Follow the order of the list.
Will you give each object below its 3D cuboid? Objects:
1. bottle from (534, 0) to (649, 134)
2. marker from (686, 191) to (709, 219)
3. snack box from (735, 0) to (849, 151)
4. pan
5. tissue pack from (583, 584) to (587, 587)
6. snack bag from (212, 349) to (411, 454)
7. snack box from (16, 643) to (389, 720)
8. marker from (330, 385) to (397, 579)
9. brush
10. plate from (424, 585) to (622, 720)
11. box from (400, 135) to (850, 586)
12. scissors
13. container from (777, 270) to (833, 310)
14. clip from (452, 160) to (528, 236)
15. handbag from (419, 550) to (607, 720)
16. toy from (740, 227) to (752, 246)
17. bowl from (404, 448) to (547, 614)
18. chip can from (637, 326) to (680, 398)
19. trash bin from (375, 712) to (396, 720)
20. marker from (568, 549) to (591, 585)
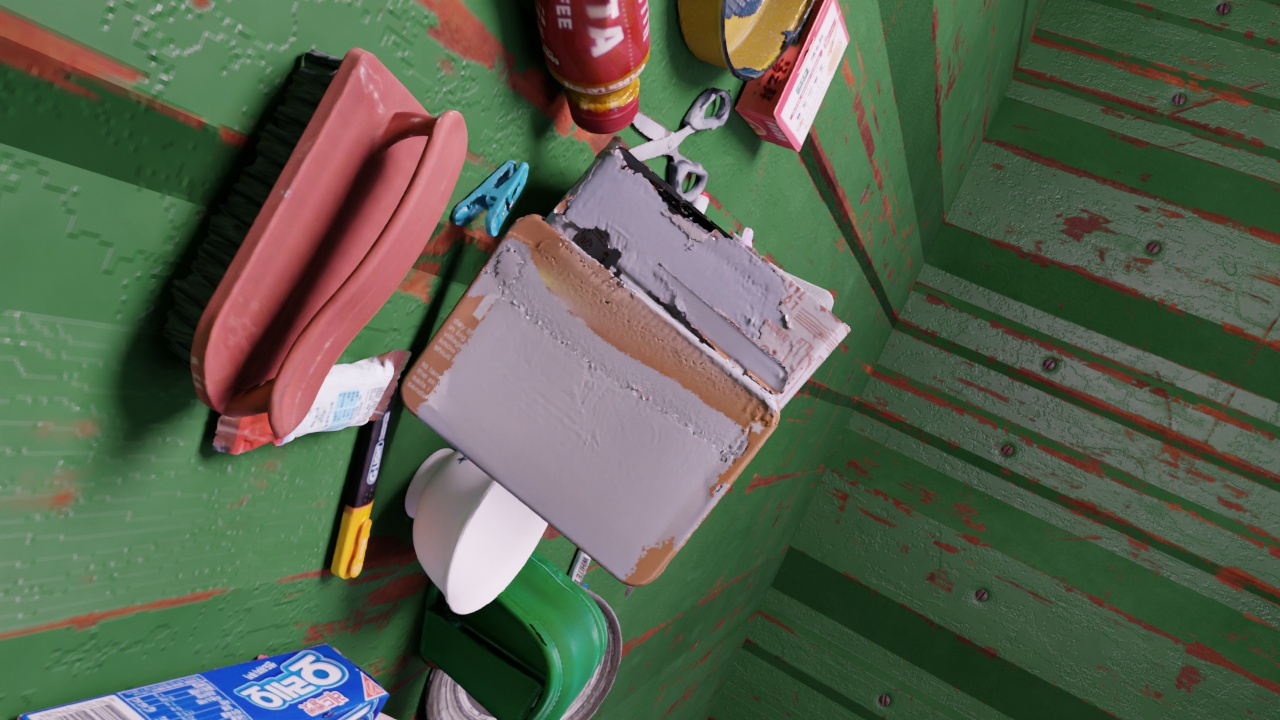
[{"bbox_3d":[-0.026,-0.188,0.449,0.057,0.057,0.175,-55,158,-25],"label":"bottle"},{"bbox_3d":[0.025,-0.076,0.784,0.145,0.017,0.017,-67,161,8],"label":"marker"},{"bbox_3d":[0.132,-0.254,0.795,0.113,0.044,0.127,-66,162,7],"label":"snack box"},{"bbox_3d":[0.074,-0.283,0.556,0.356,0.078,0.198,-12,125,-66],"label":"pan"},{"bbox_3d":[-0.102,0.281,0.849,0.157,0.052,0.095,-67,158,6],"label":"tissue pack"},{"bbox_3d":[-0.151,0.017,0.432,0.048,0.026,0.104,-64,162,18],"label":"snack bag"},{"bbox_3d":[-0.209,0.190,0.453,0.058,0.057,0.207,-61,161,1],"label":"snack box"},{"bbox_3d":[-0.152,0.068,0.509,0.018,0.015,0.124,-27,138,-66],"label":"marker"},{"bbox_3d":[-0.125,-0.043,0.357,0.145,0.069,0.063,-62,160,-6],"label":"brush"},{"bbox_3d":[-0.098,0.262,0.776,0.179,0.024,0.180,-13,116,-28],"label":"plate"},{"bbox_3d":[-0.004,0.004,0.550,0.193,0.183,0.157,-50,173,5],"label":"box"},{"bbox_3d":[0.025,-0.161,0.683,0.159,0.014,0.171,-55,158,-23],"label":"scissors"},{"bbox_3d":[0.150,-0.037,1.053,0.114,0.090,0.090,-35,145,-49],"label":"container"},{"bbox_3d":[-0.077,-0.090,0.497,0.015,0.049,0.056,85,27,-52],"label":"clip"},{"bbox_3d":[-0.096,0.203,0.655,0.067,0.131,0.120,-11,129,-55],"label":"handbag"},{"bbox_3d":[0.084,-0.091,0.887,0.107,0.039,0.084,-3,103,-63],"label":"toy"},{"bbox_3d":[-0.107,0.091,0.578,0.118,0.065,0.118,-50,156,-32],"label":"bowl"},{"bbox_3d":[0.004,0.000,0.745,0.071,0.071,0.215,-30,141,-58],"label":"chip can"},{"bbox_3d":[-0.148,0.339,0.588,0.226,0.192,0.228,-52,157,-33],"label":"trash bin"},{"bbox_3d":[-0.064,0.214,0.919,0.016,0.017,0.146,-7,121,-67],"label":"marker"}]
